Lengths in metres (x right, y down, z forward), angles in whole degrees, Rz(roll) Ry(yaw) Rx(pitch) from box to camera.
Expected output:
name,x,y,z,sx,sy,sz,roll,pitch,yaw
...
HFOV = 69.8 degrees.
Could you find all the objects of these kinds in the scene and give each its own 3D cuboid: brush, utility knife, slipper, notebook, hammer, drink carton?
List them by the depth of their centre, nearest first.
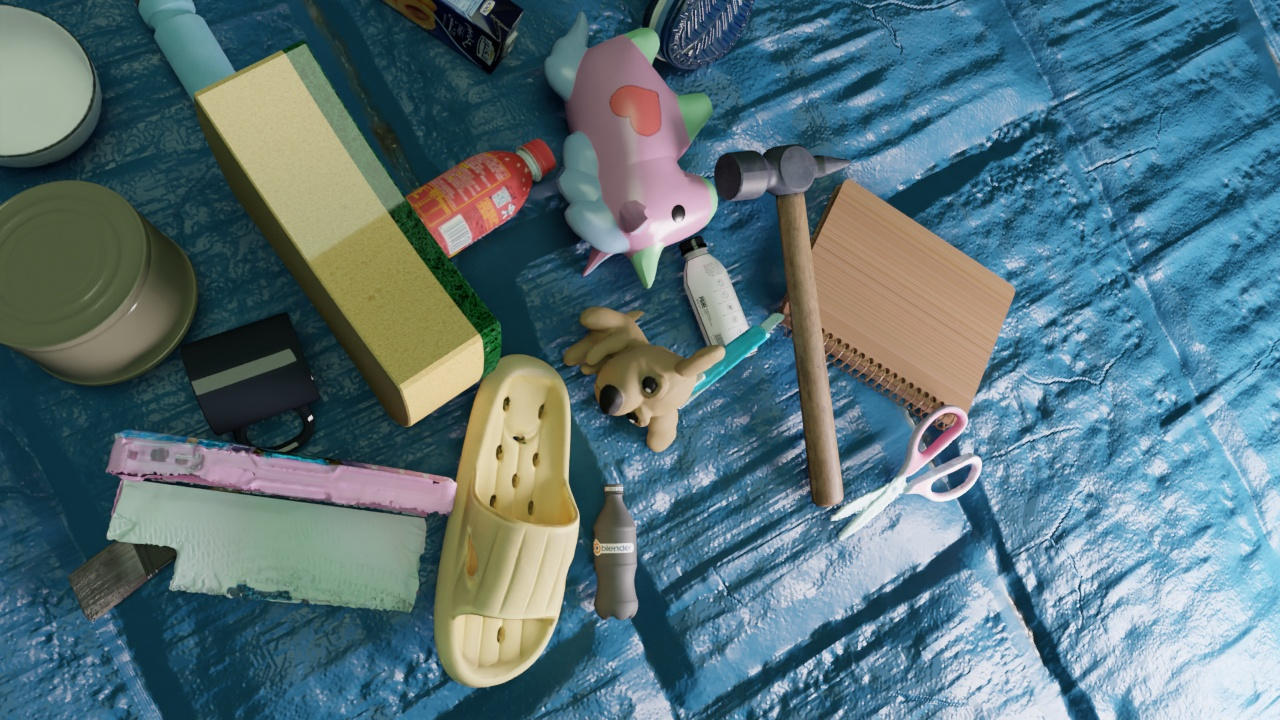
name,x,y,z,sx,sy,sz,roll,pitch,yaw
brush,-0.206,-0.076,0.657,0.075,0.195,0.250,-35,93,-19
brush,-0.350,0.128,0.681,0.151,0.012,0.039,-39,94,-19
slipper,-0.087,0.121,0.715,0.111,0.079,0.261,17,72,-41
drink carton,-0.165,-0.304,0.772,0.130,0.064,0.040,33,74,-10
utility knife,0.075,-0.001,0.789,0.124,0.015,0.022,-37,82,20
hammer,0.148,-0.027,0.811,0.129,0.040,0.322,-13,98,-29
slipper,0.062,-0.387,0.843,0.095,0.105,0.252,21,88,26
notebook,0.247,-0.051,0.882,0.210,0.022,0.169,30,74,-11

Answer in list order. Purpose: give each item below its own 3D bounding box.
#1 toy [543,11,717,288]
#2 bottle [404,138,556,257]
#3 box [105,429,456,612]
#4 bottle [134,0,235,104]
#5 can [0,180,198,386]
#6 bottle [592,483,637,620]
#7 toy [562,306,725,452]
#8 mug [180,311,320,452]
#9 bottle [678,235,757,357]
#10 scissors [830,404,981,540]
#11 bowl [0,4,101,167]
name,x,y,z,sx,sy,sz,roll,pitch,yaw
toy,-0.020,-0.184,0.781,0.170,0.120,0.222,-42,96,-28
bottle,-0.132,-0.138,0.760,0.137,0.062,0.062,-36,93,-19
box,-0.258,0.121,0.660,0.230,0.087,0.105,12,74,-21
bottle,-0.354,-0.246,0.720,0.040,0.040,0.130,-31,92,-19
can,-0.390,-0.054,0.643,0.128,0.073,0.127,0,71,0
bottle,-0.021,0.158,0.762,0.036,0.036,0.110,1,82,-17
toy,-0.005,0.005,0.765,0.105,0.134,0.108,-23,62,-40
mug,-0.286,0.024,0.692,0.077,0.071,0.105,-21,115,-19
bottle,0.065,-0.054,0.817,0.041,0.041,0.116,-21,88,-19
scissors,0.250,0.126,0.854,0.178,0.016,0.105,-40,115,-12
bowl,-0.454,-0.193,0.670,0.113,0.063,0.113,3,81,-17
